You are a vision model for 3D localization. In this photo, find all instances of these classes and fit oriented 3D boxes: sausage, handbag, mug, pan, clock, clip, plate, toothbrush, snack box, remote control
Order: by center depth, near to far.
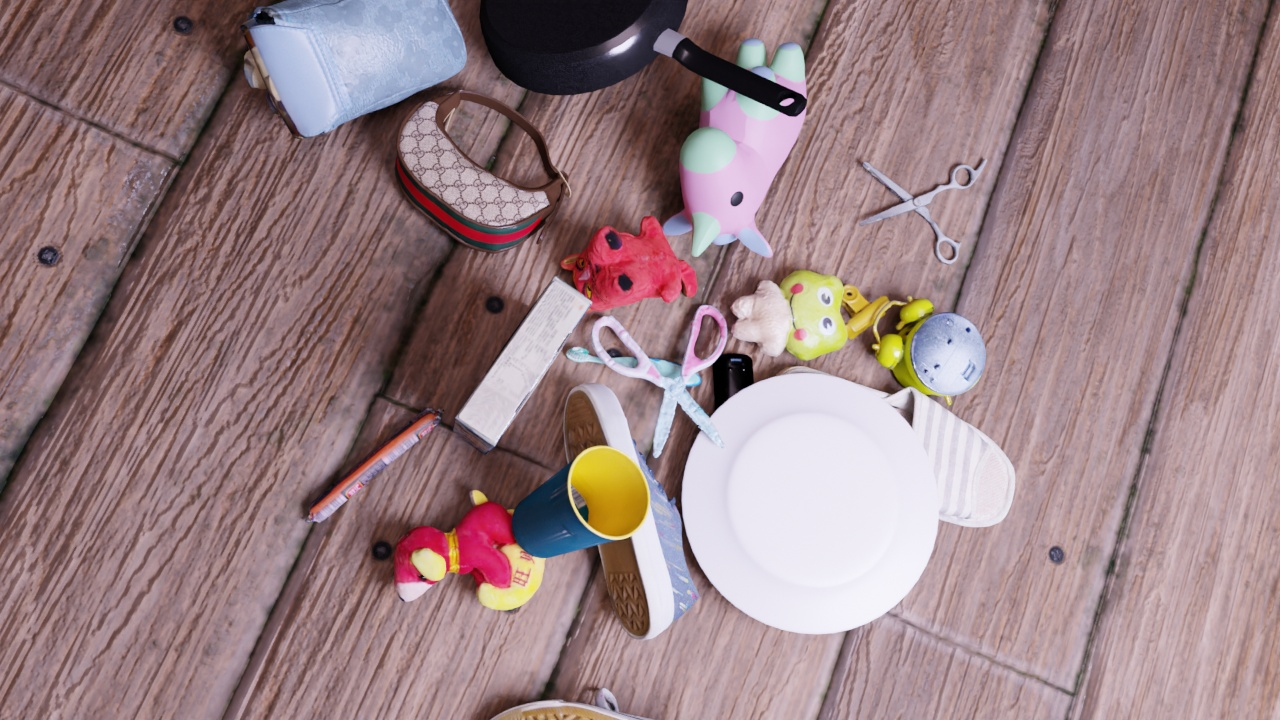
[{"bbox_3d":[-0.057,0.127,0.781,0.078,0.122,0.078,16,60,-30],"label":"mug"},{"bbox_3d":[-0.107,0.009,0.802,0.042,0.145,0.144,34,76,-5],"label":"snack box"},{"bbox_3d":[-0.240,0.093,0.829,0.155,0.020,0.020,-41,90,-14],"label":"sausage"},{"bbox_3d":[-0.266,-0.292,0.843,0.191,0.119,0.122,-37,129,-23],"label":"handbag"},{"bbox_3d":[0.000,-0.309,0.845,0.356,0.044,0.204,33,78,25],"label":"pan"},{"bbox_3d":[0.160,0.129,0.853,0.242,0.016,0.242,0,77,-2],"label":"plate"},{"bbox_3d":[-0.146,-0.183,0.873,0.166,0.063,0.138,38,67,-2],"label":"handbag"},{"bbox_3d":[-0.005,0.005,0.887,0.135,0.017,0.022,12,68,-8],"label":"toothbrush"},{"bbox_3d":[0.094,0.065,0.888,0.041,0.020,0.151,1,74,-10],"label":"remote control"},{"bbox_3d":[0.286,-0.013,0.918,0.119,0.057,0.083,39,78,-7],"label":"clock"},{"bbox_3d":[0.223,-0.054,0.932,0.054,0.045,0.048,-35,113,-12],"label":"clip"}]

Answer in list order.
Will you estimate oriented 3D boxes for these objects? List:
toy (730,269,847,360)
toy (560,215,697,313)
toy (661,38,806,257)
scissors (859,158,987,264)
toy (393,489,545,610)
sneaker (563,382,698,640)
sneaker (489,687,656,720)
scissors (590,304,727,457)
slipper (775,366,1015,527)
[{"bbox_3d":[0.147,-0.045,0.909,0.117,0.043,0.092,-2,83,-9],"label":"toy"},{"bbox_3d":[-0.007,-0.085,0.886,0.132,0.094,0.088,3,70,-38],"label":"toy"},{"bbox_3d":[0.103,-0.209,0.897,0.120,0.171,0.221,17,41,26],"label":"toy"},{"bbox_3d":[0.305,-0.172,0.974,0.174,0.014,0.141,-35,92,-15],"label":"scissors"},{"bbox_3d":[-0.148,0.168,0.815,0.137,0.067,0.105,3,73,-18],"label":"toy"},{"bbox_3d":[-0.002,0.129,0.839,0.079,0.088,0.235,-11,80,-36],"label":"sneaker"},{"bbox_3d":[-0.023,0.346,0.794,0.241,0.088,0.118,0,68,14],"label":"sneaker"},{"bbox_3d":[0.018,0.010,0.873,0.168,0.014,0.170,19,65,-3],"label":"scissors"},{"bbox_3d":[0.250,0.083,0.905,0.272,0.054,0.114,25,73,-5],"label":"slipper"}]
